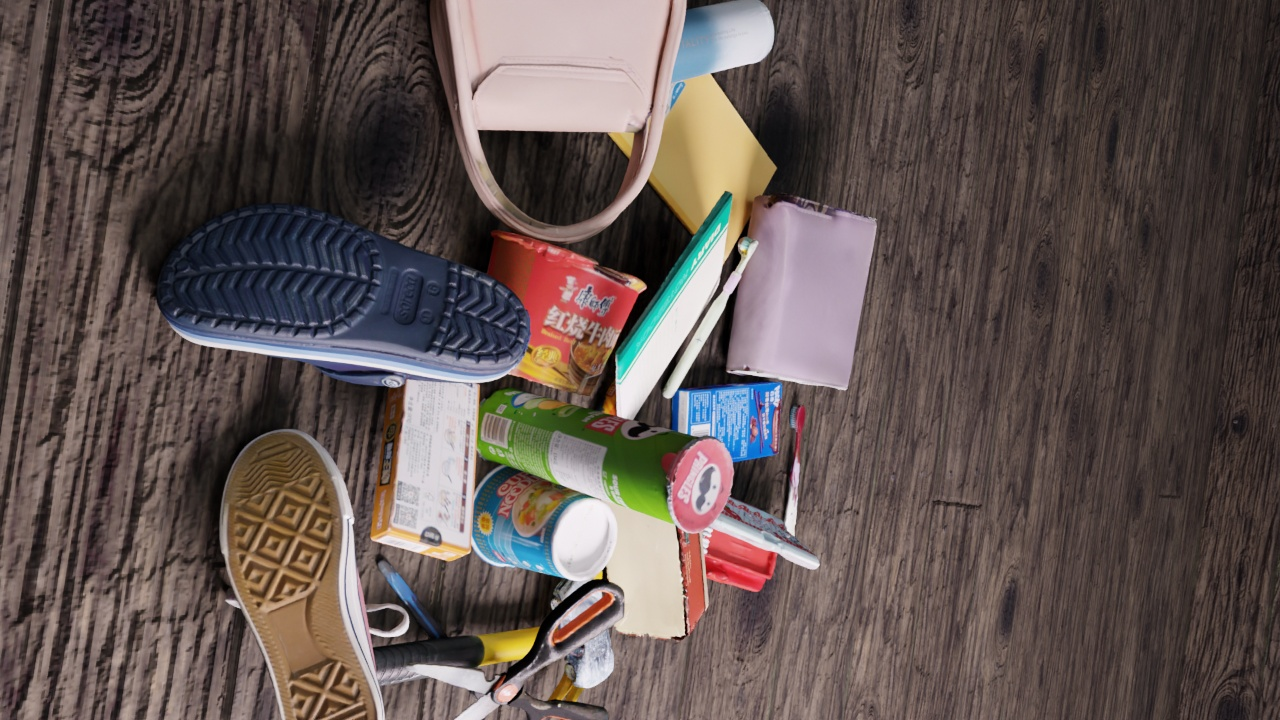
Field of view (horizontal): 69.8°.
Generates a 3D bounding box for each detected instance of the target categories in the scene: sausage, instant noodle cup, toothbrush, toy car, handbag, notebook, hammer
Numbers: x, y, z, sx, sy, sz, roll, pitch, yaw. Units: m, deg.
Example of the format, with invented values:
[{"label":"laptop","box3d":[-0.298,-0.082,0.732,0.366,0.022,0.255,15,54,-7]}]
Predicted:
[{"label":"sausage","box3d":[-0.005,0.005,0.913,0.021,0.021,0.164,47,64,-36]},{"label":"instant noodle cup","box3d":[-0.080,0.144,0.800,0.099,0.110,0.099,-5,98,-43]},{"label":"instant noodle cup","box3d":[-0.077,-0.037,0.775,0.137,0.138,0.108,18,92,-43]},{"label":"toothbrush","box3d":[-0.175,0.238,0.792,0.014,0.016,0.189,-43,119,-29]},{"label":"toothbrush","box3d":[0.071,-0.044,0.960,0.020,0.029,0.189,30,86,-21]},{"label":"toy car","box3d":[-0.050,0.247,0.841,0.048,0.031,0.105,-18,100,-47]},{"label":"handbag","box3d":[0.171,-0.073,1.015,0.144,0.099,0.197,10,89,-39]},{"label":"notebook","box3d":[0.031,-0.045,0.882,0.208,0.012,0.151,-57,164,-26]},{"label":"notebook","box3d":[0.061,-0.218,0.957,0.206,0.010,0.145,44,66,-37]},{"label":"handbag","box3d":[-0.066,-0.212,0.740,0.193,0.093,0.234,-3,98,-16]},{"label":"toothbrush","box3d":[0.182,0.145,1.111,0.016,0.017,0.187,0,97,-35]},{"label":"hammer","box3d":[-0.144,0.251,0.789,0.300,0.033,0.128,9,80,-46]}]

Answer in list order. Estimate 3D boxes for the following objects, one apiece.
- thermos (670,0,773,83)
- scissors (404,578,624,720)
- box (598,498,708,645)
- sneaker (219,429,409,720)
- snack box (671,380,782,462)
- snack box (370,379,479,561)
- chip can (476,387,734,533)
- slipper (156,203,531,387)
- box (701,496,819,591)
[{"label":"thermos","box3d":[0.032,-0.296,0.869,0.219,0.070,0.070,-25,112,-34]},{"label":"scissors","box3d":[-0.094,0.271,0.773,0.221,0.022,0.233,-49,130,1]},{"label":"box","box3d":[0.007,0.183,0.891,0.077,0.091,0.168,-29,116,-63]},{"label":"sneaker","box3d":[-0.237,0.171,0.662,0.118,0.088,0.241,-16,77,-15]},{"label":"snack box","box3d":[0.097,0.069,1.012,0.156,0.026,0.084,-3,97,-43]},{"label":"snack box","box3d":[-0.166,0.075,0.723,0.075,0.026,0.153,29,47,-40]},{"label":"chip can","box3d":[-0.040,0.074,0.742,0.072,0.236,0.072,-12,107,-46]},{"label":"slipper","box3d":[-0.208,-0.037,0.668,0.252,0.095,0.105,10,63,-21]},{"label":"box","box3d":[0.108,0.195,0.988,0.201,0.100,0.095,29,74,-41]}]
